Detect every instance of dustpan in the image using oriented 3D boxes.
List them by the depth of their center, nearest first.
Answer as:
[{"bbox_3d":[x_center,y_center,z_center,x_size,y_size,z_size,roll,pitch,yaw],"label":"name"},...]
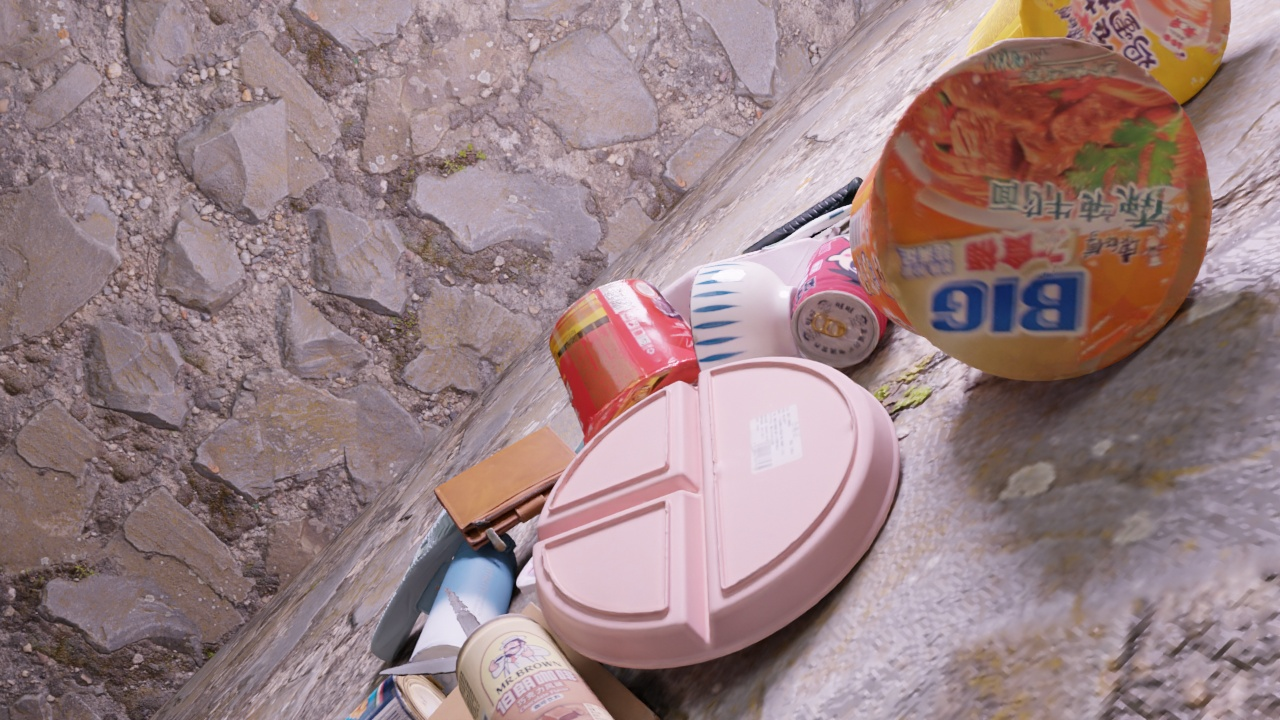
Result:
[{"bbox_3d":[0.083,-0.011,0.944,0.272,0.138,0.223,-16,-12,-40],"label":"dustpan"}]

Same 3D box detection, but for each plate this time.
[{"bbox_3d":[0.034,0.073,0.530,0.230,0.028,0.229,-24,28,13],"label":"plate"}]

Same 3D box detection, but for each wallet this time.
[{"bbox_3d":[-0.119,0.119,0.867,0.130,0.035,0.119,-29,34,-17],"label":"wallet"}]

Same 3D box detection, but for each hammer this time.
[{"bbox_3d":[0.123,-0.111,1.026,0.302,0.033,0.128,-31,-10,30],"label":"hammer"}]

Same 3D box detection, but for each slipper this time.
[{"bbox_3d":[-0.207,0.229,0.952,0.246,0.074,0.103,-57,4,25],"label":"slipper"}]

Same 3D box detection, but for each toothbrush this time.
[{"bbox_3d":[0.137,-0.119,0.967,0.192,0.018,0.016,-27,-25,18],"label":"toothbrush"}]

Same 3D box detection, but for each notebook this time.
[{"bbox_3d":[-0.099,0.244,0.502,0.211,0.012,0.150,-47,31,-15],"label":"notebook"}]

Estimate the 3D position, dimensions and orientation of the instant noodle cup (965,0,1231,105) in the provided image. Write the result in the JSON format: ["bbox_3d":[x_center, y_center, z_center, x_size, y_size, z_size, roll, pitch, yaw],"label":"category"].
[{"bbox_3d":[0.292,-0.213,0.613,0.138,0.138,0.110,-46,1,-6],"label":"instant noodle cup"}]

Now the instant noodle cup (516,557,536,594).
[{"bbox_3d":[0.004,0.106,0.645,0.138,0.060,0.173,-30,19,54],"label":"instant noodle cup"}]

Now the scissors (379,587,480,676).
[{"bbox_3d":[-0.095,0.200,0.596,0.181,0.014,0.159,-18,33,11],"label":"scissors"}]

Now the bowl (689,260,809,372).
[{"bbox_3d":[0.091,-0.022,0.696,0.066,0.116,0.116,-10,27,27],"label":"bowl"}]

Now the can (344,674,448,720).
[{"bbox_3d":[-0.181,0.278,0.635,0.111,0.075,0.075,-45,10,-4],"label":"can"}]

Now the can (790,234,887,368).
[{"bbox_3d":[0.146,-0.043,0.661,0.067,0.066,0.093,-37,13,35],"label":"can"}]

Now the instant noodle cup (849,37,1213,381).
[{"bbox_3d":[0.176,-0.068,0.456,0.151,0.151,0.111,-44,2,1],"label":"instant noodle cup"}]

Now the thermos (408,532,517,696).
[{"bbox_3d":[-0.145,0.213,0.782,0.070,0.070,0.220,-43,11,9],"label":"thermos"}]

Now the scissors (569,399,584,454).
[{"bbox_3d":[-0.055,0.060,0.935,0.171,0.019,0.180,-52,25,38],"label":"scissors"}]

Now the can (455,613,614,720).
[{"bbox_3d":[-0.051,0.182,0.467,0.058,0.058,0.116,-46,30,-9],"label":"can"}]

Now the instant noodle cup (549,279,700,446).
[{"bbox_3d":[-0.005,0.005,0.773,0.137,0.108,0.138,-23,-29,-14],"label":"instant noodle cup"}]
